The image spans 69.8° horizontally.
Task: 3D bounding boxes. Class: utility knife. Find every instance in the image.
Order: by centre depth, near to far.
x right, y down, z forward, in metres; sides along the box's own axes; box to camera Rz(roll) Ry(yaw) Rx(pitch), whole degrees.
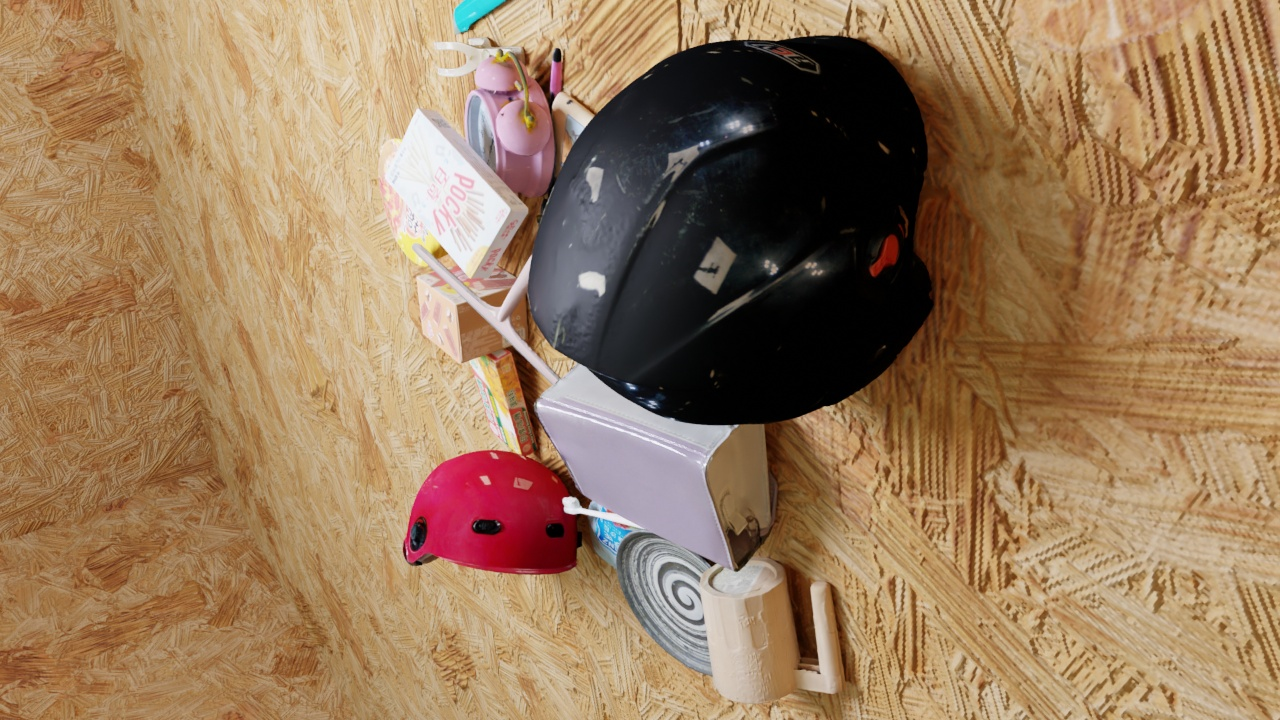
[{"bbox_3d":[-0.140,-0.359,0.898,0.217,0.013,0.029,4,110,57],"label":"utility knife"}]

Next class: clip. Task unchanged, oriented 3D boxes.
[{"bbox_3d":[-0.156,-0.313,0.941,0.103,0.092,0.035,2,113,17],"label":"clip"}]

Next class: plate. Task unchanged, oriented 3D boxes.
[{"bbox_3d":[0.046,0.249,0.953,0.179,0.024,0.180,26,131,33],"label":"plate"}]

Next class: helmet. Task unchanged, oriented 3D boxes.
[{"bbox_3d":[0.054,-0.087,0.601,0.233,0.229,0.275,38,117,35],"label":"helmet"},{"bbox_3d":[-0.169,0.177,1.085,0.240,0.206,0.144,163,111,-64],"label":"helmet"}]

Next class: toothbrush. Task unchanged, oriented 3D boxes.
[{"bbox_3d":[-0.088,-0.215,0.907,0.017,0.014,0.190,52,145,44],"label":"toothbrush"},{"bbox_3d":[-0.026,0.162,0.963,0.180,0.016,0.016,1,111,50],"label":"toothbrush"}]

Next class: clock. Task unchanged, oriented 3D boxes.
[{"bbox_3d":[-0.126,-0.226,0.889,0.117,0.059,0.159,68,154,22],"label":"clock"}]

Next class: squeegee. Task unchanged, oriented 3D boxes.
[{"bbox_3d":[-0.093,-0.095,0.869,0.247,0.040,0.250,44,128,2],"label":"squeegee"}]

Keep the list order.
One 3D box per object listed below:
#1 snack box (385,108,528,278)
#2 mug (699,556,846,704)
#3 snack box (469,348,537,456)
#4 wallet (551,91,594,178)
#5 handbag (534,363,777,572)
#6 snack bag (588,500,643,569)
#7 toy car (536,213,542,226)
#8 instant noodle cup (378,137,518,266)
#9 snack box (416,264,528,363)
[{"bbox_3d":[-0.179,-0.161,0.879,0.157,0.026,0.085,48,120,21],"label":"snack box"},{"bbox_3d":[0.117,0.242,0.823,0.125,0.084,0.103,-2,106,30],"label":"mug"},{"bbox_3d":[-0.172,0.042,1.134,0.077,0.027,0.156,33,144,42],"label":"snack box"},{"bbox_3d":[-0.047,-0.186,0.858,0.115,0.024,0.087,43,134,31],"label":"wallet"},{"bbox_3d":[0.018,0.089,0.828,0.197,0.098,0.145,17,133,37],"label":"handbag"},{"bbox_3d":[-0.016,0.166,0.999,0.110,0.038,0.191,32,134,26],"label":"snack bag"},{"bbox_3d":[-0.072,-0.125,0.912,0.091,0.036,0.043,15,121,50],"label":"toy car"},{"bbox_3d":[-0.206,-0.183,1.004,0.138,0.109,0.138,32,133,42],"label":"instant noodle cup"},{"bbox_3d":[-0.197,-0.061,1.074,0.094,0.092,0.077,33,133,42],"label":"snack box"}]
